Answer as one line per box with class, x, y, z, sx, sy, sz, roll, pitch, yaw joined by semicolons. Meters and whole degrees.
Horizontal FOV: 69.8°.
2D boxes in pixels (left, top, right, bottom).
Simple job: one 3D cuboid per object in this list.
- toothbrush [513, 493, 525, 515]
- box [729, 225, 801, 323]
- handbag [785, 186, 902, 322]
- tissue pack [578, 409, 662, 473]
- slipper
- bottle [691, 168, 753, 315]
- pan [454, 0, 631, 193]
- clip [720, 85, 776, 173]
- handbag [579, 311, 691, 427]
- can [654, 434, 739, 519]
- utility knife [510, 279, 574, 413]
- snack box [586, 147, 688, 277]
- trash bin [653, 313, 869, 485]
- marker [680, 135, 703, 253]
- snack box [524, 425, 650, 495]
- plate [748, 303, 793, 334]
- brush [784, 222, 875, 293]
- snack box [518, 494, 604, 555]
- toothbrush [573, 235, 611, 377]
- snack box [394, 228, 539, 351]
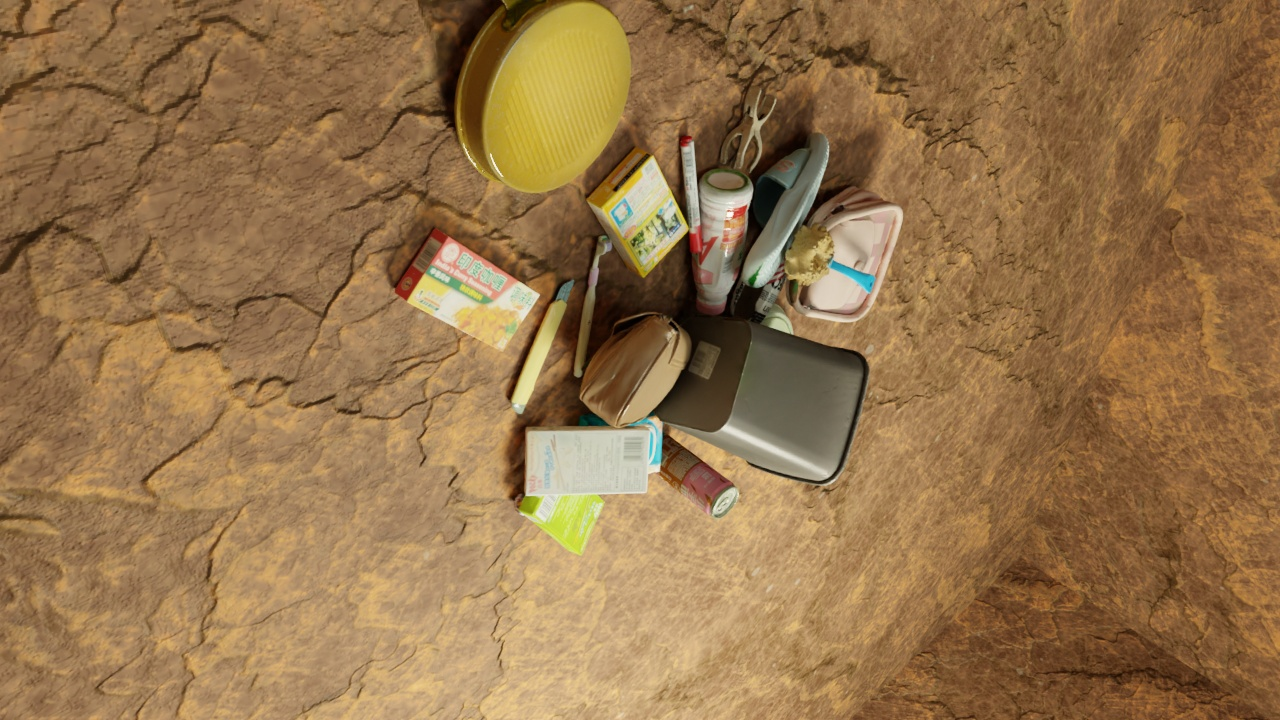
toothbrush;-0.117;0.218;1.266;0.189;0.021;0.029;40;45;-56
box;0.172;-0.127;1.304;0.164;0.076;0.075;-68;162;10
handbag;0.278;-0.147;1.341;0.233;0.093;0.194;-17;129;-49
tissue pack;-0.025;0.112;1.231;0.139;0.063;0.090;-7;105;-46
slipper;0.179;-0.200;1.206;0.244;0.074;0.104;-60;168;-27
bottle;0.100;-0.147;1.181;0.068;0.068;0.197;-29;141;-31
pan;-0.113;-0.307;0.822;0.197;0.078;0.358;-45;150;-18
clip;0.140;-0.284;1.145;0.076;0.034;0.103;26;90;-52
handbag;-0.007;0.007;1.122;0.148;0.100;0.204;-53;172;3
can;0.071;0.166;1.328;0.057;0.147;0.058;-30;138;-31
utility knife;-0.115;-0.014;1.079;0.030;0.019;0.177;4;119;-55
snack box;0.000;-0.170;1.073;0.087;0.034;0.140;-48;143;-9
trash bin;0.156;0.042;1.245;0.219;0.199;0.198;22;82;-37
marker;0.062;-0.199;1.112;0.017;0.017;0.145;-28;125;-32
snack box;-0.067;0.125;1.155;0.156;0.027;0.085;1;101;-12
plate;0.159;0.017;1.413;0.229;0.027;0.231;-30;138;-31
brush;0.271;-0.127;1.261;0.254;0.046;0.083;12;97;-52
snack box;-0.103;0.196;1.235;0.085;0.026;0.156;-65;148;-21
toothbrush;-0.060;-0.060;1.105;0.020;0.029;0.190;10;120;-6
snack box;-0.177;-0.070;0.956;0.077;0.027;0.155;-57;145;1
